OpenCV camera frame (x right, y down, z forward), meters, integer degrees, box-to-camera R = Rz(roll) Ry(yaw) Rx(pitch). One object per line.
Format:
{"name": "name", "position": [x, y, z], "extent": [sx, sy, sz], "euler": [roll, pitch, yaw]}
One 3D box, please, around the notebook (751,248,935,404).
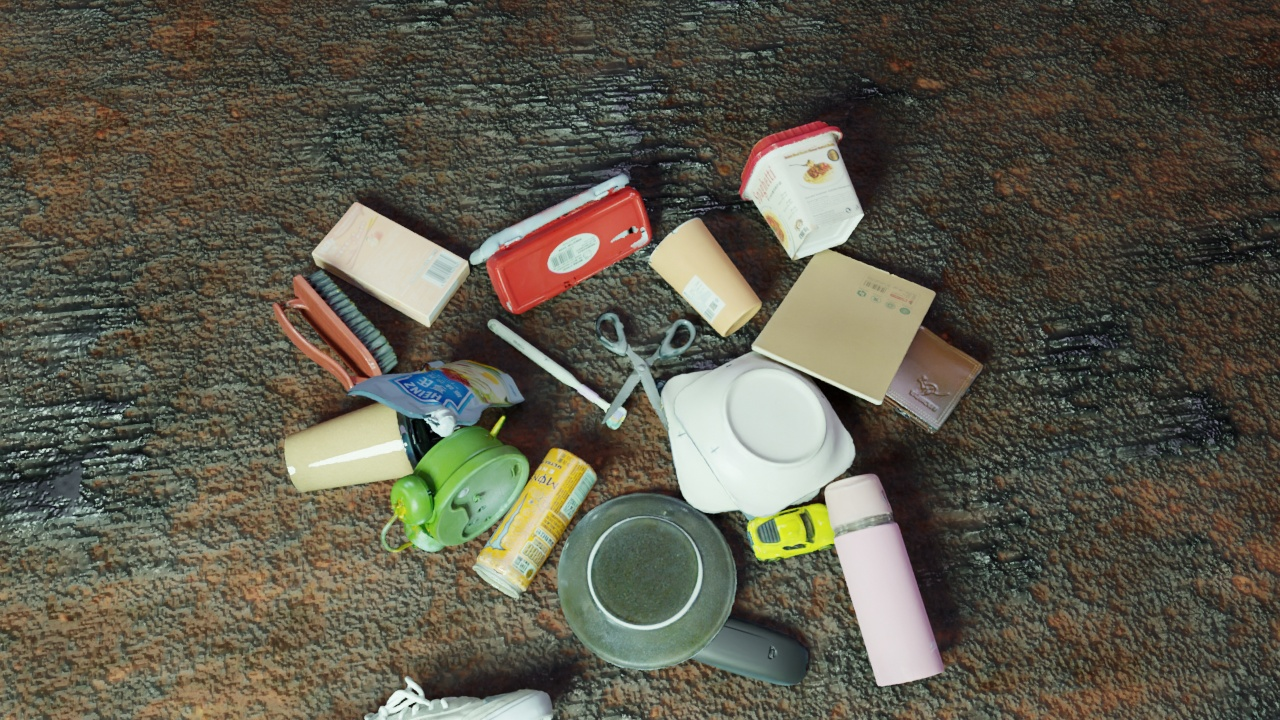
{"name": "notebook", "position": [0.231, -0.046, 1.024], "extent": [0.148, 0.008, 0.207], "euler": [25, 48, 16]}

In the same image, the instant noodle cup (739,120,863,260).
{"name": "instant noodle cup", "position": [0.193, -0.196, 1.077], "extent": [0.116, 0.116, 0.124], "euler": [-20, 74, -14]}

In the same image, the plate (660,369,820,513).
{"name": "plate", "position": [0.111, 0.076, 0.973], "extent": [0.163, 0.034, 0.164], "euler": [-4, 64, -16]}

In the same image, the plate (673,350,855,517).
{"name": "plate", "position": [0.133, 0.064, 0.945], "extent": [0.163, 0.034, 0.164], "euler": [-26, 71, -26]}

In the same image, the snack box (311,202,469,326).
{"name": "snack box", "position": [-0.282, -0.110, 1.042], "extent": [0.157, 0.026, 0.084], "euler": [28, 66, 8]}

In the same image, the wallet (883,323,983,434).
{"name": "wallet", "position": [0.307, 0.011, 1.035], "extent": [0.124, 0.032, 0.101], "euler": [36, 70, 12]}

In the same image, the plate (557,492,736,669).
{"name": "plate", "position": [0.005, 0.211, 0.906], "extent": [0.179, 0.024, 0.179], "euler": [-1, 60, 2]}

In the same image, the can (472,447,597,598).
{"name": "can", "position": [-0.103, 0.160, 0.915], "extent": [0.058, 0.058, 0.145], "euler": [30, 66, 9]}

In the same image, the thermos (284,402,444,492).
{"name": "thermos", "position": [-0.276, 0.086, 0.923], "extent": [0.143, 0.093, 0.093], "euler": [-15, 67, -2]}

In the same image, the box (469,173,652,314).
{"name": "box", "position": [-0.096, -0.144, 1.060], "extent": [0.201, 0.095, 0.101], "euler": [-31, 33, -18]}

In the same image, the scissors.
{"name": "scissors", "position": [-0.001, 0.005, 0.997], "extent": [0.159, 0.014, 0.180], "euler": [33, 54, 24]}

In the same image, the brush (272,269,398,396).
{"name": "brush", "position": [-0.326, -0.024, 0.979], "extent": [0.146, 0.063, 0.069], "euler": [45, 57, 13]}

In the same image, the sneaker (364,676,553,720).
{"name": "sneaker", "position": [-0.199, 0.334, 0.816], "extent": [0.242, 0.090, 0.090], "euler": [-22, 64, -8]}

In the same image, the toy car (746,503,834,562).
{"name": "toy car", "position": [0.161, 0.174, 0.940], "extent": [0.105, 0.032, 0.048], "euler": [-7, 66, -20]}

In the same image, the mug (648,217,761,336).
{"name": "mug", "position": [0.077, -0.091, 1.040], "extent": [0.078, 0.078, 0.122], "euler": [-35, 77, -19]}

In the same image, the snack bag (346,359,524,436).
{"name": "snack bag", "position": [-0.192, 0.032, 0.902], "extent": [0.110, 0.190, 0.039], "euler": [29, 103, 10]}

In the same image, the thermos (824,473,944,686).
{"name": "thermos", "position": [0.240, 0.215, 0.914], "extent": [0.067, 0.087, 0.198], "euler": [-22, 69, 21]}

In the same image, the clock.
{"name": "clock", "position": [-0.182, 0.130, 0.893], "extent": [0.161, 0.116, 0.056], "euler": [-39, 62, -23]}

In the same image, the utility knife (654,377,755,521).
{"name": "utility knife", "position": [0.079, 0.105, 0.980], "extent": [0.033, 0.015, 0.223], "euler": [-33, 73, -16]}

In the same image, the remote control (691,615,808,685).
{"name": "remote control", "position": [0.098, 0.279, 0.896], "extent": [0.136, 0.024, 0.053], "euler": [15, 64, 2]}

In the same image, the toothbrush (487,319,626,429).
{"name": "toothbrush", "position": [-0.095, 0.010, 1.007], "extent": [0.189, 0.029, 0.020], "euler": [36, 25, 13]}
